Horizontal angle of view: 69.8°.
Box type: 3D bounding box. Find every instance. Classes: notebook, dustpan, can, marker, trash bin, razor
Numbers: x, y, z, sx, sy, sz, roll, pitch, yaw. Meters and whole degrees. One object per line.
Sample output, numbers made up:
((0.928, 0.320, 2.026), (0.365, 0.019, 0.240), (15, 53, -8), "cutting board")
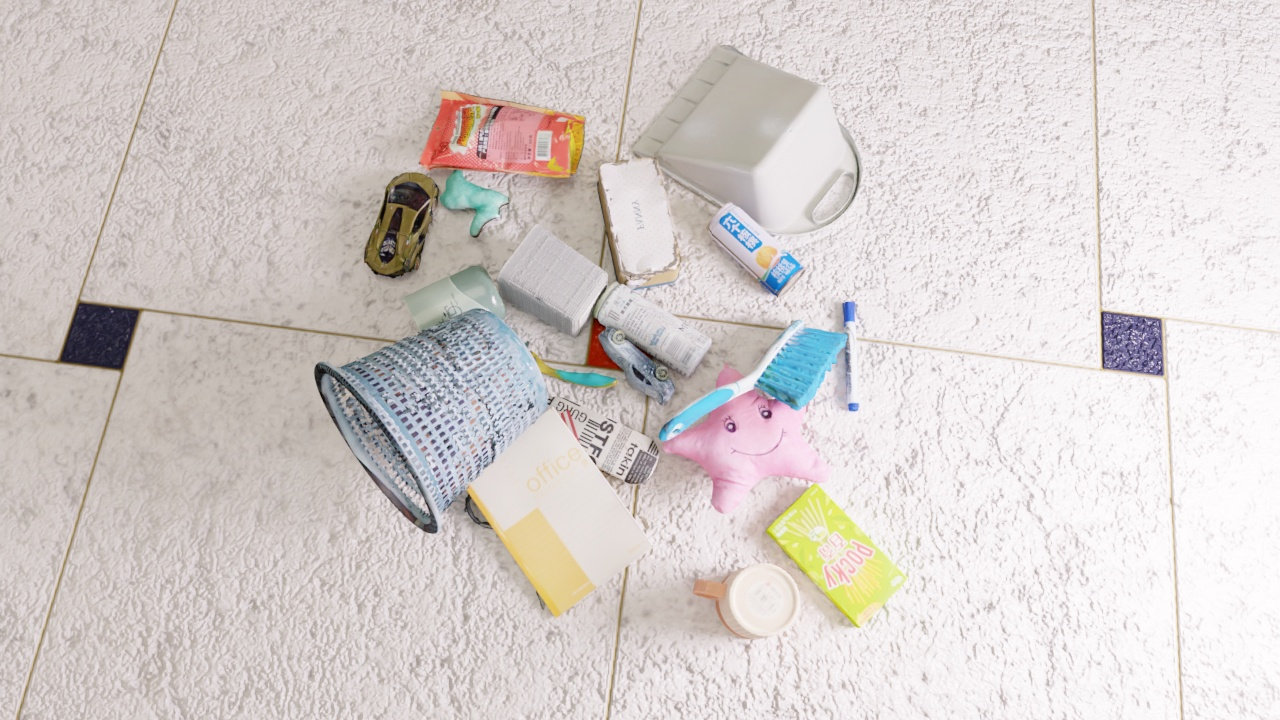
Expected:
((-0.102, 0.179, 1.091), (0.146, 0.010, 0.206), (-36, 81, 0), "notebook")
((0.166, -0.287, 1.265), (0.258, 0.143, 0.222), (27, 72, 37), "dustpan")
((0.015, -0.039, 1.159), (0.147, 0.058, 0.058), (33, 75, 8), "can")
((0.149, -0.144, 1.197), (0.053, 0.053, 0.134), (-43, 78, -13), "can")
((0.270, -0.006, 1.177), (0.017, 0.017, 0.145), (2, 73, -1), "marker")
((-0.222, 0.050, 1.045), (0.194, 0.227, 0.226), (-36, 77, -27), "trash bin")
((-0.093, 0.013, 1.156), (0.132, 0.028, 0.043), (15, 42, 6), "razor")

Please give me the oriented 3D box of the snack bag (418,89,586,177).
((-0.184, -0.300, 1.235), (0.208, 0.073, 0.128), (7, 65, 6), "snack bag")

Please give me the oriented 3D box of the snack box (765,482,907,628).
((0.234, 0.232, 1.098), (0.085, 0.026, 0.156), (-41, 78, -12), "snack box")

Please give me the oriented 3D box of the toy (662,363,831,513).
((0.121, 0.088, 1.113), (0.194, 0.075, 0.178), (-14, 69, -11), "toy")

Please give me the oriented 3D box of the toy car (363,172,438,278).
((-0.314, -0.181, 1.205), (0.070, 0.042, 0.158), (11, 70, 1), "toy car")

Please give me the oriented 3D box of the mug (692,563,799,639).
((0.117, 0.270, 1.041), (0.114, 0.106, 0.081), (15, 73, 3), "mug")

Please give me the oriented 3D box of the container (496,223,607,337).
((-0.107, -0.096, 1.160), (0.114, 0.090, 0.090), (32, 75, 5), "container")

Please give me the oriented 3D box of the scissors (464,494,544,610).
((-0.138, 0.206, 1.104), (0.159, 0.014, 0.177), (10, 74, 1), "scissors")

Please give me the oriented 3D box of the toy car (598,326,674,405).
((-0.007, 0.007, 1.147), (0.120, 0.054, 0.036), (43, 75, 11), "toy car")

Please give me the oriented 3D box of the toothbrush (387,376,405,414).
((-0.284, 0.071, 1.141), (0.014, 0.017, 0.189), (-28, 74, -16), "toothbrush")

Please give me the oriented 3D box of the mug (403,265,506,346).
((-0.224, -0.052, 1.152), (0.106, 0.082, 0.112), (-27, 106, -10), "mug")

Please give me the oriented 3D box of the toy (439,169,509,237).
((-0.223, -0.210, 1.220), (0.092, 0.030, 0.096), (16, 69, 5), "toy")

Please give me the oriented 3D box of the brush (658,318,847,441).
((0.141, 0.031, 1.077), (0.109, 0.061, 0.313), (29, 41, 16), "brush")

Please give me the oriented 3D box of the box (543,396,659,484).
((-0.056, 0.097, 1.119), (0.164, 0.055, 0.070), (22, 95, 4), "box")

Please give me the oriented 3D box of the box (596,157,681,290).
((-0.005, -0.186, 1.205), (0.090, 0.060, 0.184), (-8, 71, -5), "box")
